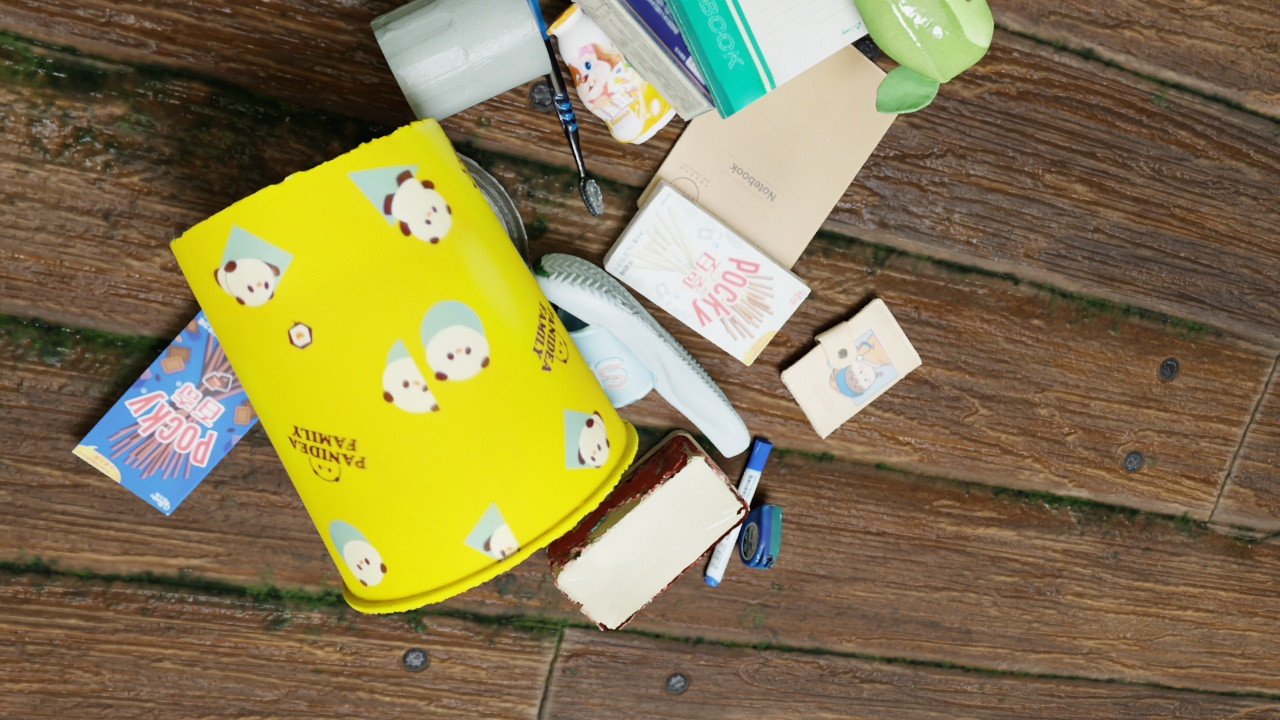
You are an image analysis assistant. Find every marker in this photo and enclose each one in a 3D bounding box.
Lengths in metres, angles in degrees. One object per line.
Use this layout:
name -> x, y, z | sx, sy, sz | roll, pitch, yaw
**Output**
marker -> 0.089, 0.140, 0.841 | 0.017, 0.017, 0.146 | 16, 102, -17

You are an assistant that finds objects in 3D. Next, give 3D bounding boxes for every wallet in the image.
wallet -> 0.187, 0.005, 0.822 | 0.115, 0.024, 0.087 | -37, 115, 1

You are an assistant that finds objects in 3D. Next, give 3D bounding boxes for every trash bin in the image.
trash bin -> -0.157, -0.006, 0.616 | 0.229, 0.229, 0.255 | -27, 105, -4

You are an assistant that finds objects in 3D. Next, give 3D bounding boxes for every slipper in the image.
slipper -> -0.004, 0.004, 0.738 | 0.074, 0.104, 0.245 | -43, 118, 8

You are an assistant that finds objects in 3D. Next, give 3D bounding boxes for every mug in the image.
mug -> -0.135, -0.241, 0.653 | 0.103, 0.084, 0.124 | -27, 83, -3

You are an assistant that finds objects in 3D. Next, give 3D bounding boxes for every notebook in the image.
notebook -> 0.065, -0.295, 0.639 | 0.150, 0.012, 0.209 | -36, 107, -22
notebook -> 0.112, -0.175, 0.759 | 0.147, 0.008, 0.208 | 32, 96, -19

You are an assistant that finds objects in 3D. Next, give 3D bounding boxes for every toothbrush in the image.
toothbrush -> -0.060, -0.201, 0.708 | 0.014, 0.016, 0.189 | -21, 108, -12

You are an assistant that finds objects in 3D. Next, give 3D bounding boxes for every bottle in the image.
bottle -> -0.022, -0.217, 0.687 | 0.063, 0.063, 0.108 | -44, 110, 2

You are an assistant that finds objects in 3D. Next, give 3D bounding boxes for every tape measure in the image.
tape measure -> 0.110, 0.161, 0.831 | 0.025, 0.055, 0.058 | 13, 70, -13

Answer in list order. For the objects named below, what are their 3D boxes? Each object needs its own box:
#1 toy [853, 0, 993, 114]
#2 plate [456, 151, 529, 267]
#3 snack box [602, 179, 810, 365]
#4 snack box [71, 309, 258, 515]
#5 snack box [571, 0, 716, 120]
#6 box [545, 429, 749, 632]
toy -> 0.180, -0.306, 0.645 | 0.226, 0.090, 0.247 | -38, 106, -36
plate -> -0.177, -0.078, 0.713 | 0.179, 0.024, 0.179 | -4, 107, -14
snack box -> 0.055, -0.071, 0.760 | 0.156, 0.026, 0.085 | 33, 106, -18
snack box -> -0.345, 0.036, 0.705 | 0.084, 0.026, 0.157 | 42, 93, -21
snack box -> 0.032, -0.300, 0.654 | 0.178, 0.046, 0.182 | 43, 71, -21
box -> 0.005, 0.149, 0.792 | 0.168, 0.076, 0.091 | -41, 111, 0
